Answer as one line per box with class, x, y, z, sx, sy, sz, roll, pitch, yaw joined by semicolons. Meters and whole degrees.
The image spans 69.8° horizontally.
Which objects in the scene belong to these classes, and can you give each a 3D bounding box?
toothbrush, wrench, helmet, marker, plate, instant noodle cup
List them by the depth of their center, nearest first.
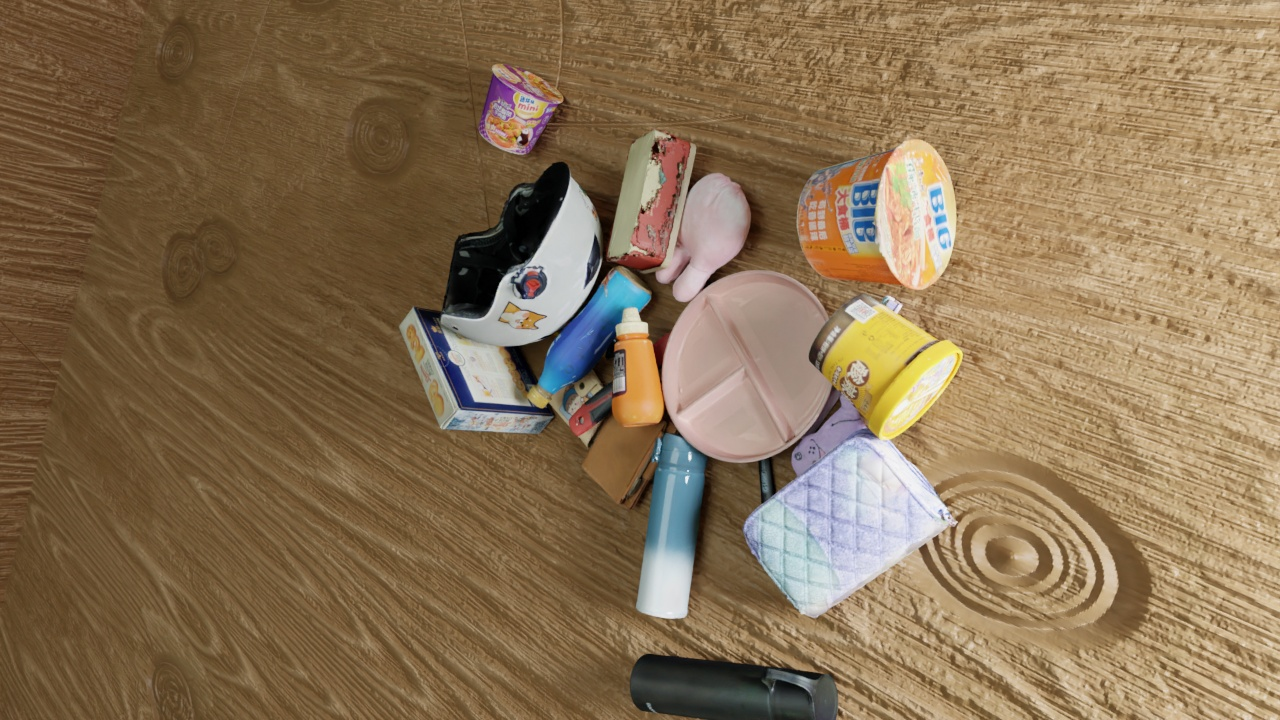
instant noodle cup;0.246;0.001;0.941;0.114;0.118;0.119;45;112;26
instant noodle cup;0.243;-0.147;0.960;0.112;0.151;0.151;3;86;47
toothbrush;0.231;0.013;1.022;0.189;0.021;0.029;-60;30;18
marker;0.149;0.157;1.074;0.018;0.015;0.124;-12;75;34
plate;0.127;0.007;1.080;0.230;0.028;0.229;-10;72;34
wrench;0.005;0.003;1.184;0.274;0.016;0.056;-45;63;15
helmet;-0.144;-0.122;1.246;0.275;0.157;0.229;-38;33;21
instant noodle cup;-0.183;-0.366;1.354;0.111;0.111;0.099;47;121;33

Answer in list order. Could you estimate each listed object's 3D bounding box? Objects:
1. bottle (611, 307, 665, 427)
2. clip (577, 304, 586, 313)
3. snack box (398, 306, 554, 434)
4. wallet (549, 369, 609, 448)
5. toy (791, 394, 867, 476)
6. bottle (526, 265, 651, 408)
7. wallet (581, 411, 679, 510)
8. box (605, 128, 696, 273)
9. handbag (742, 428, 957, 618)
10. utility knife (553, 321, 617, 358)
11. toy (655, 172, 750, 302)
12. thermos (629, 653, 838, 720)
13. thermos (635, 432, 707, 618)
bottle;-0.007;0.007;1.147;0.067;0.066;0.149;-12;79;37
clip;-0.063;-0.073;1.271;0.057;0.047;0.014;-9;79;41
snack box;-0.229;0.016;1.287;0.046;0.182;0.178;-44;59;27
wallet;-0.083;0.052;1.269;0.115;0.024;0.087;46;117;34
toy;0.216;0.099;1.013;0.108;0.038;0.084;-45;78;24
bottle;-0.075;-0.026;1.223;0.219;0.065;0.065;-50;57;11
wallet;-0.015;0.114;1.200;0.108;0.031;0.132;40;108;39
box;0.006;-0.204;1.166;0.091;0.075;0.168;-3;74;65
handbag;0.215;0.170;0.974;0.194;0.075;0.134;-43;77;27
utility knife;-0.097;-0.037;1.294;0.181;0.015;0.033;21;94;38
toy;0.076;-0.153;1.145;0.160;0.054;0.121;-57;43;19
thermos;0.098;0.370;1.044;0.243;0.090;0.068;-10;36;37
thermos;0.039;0.200;1.125;0.070;0.070;0.220;6;88;39
